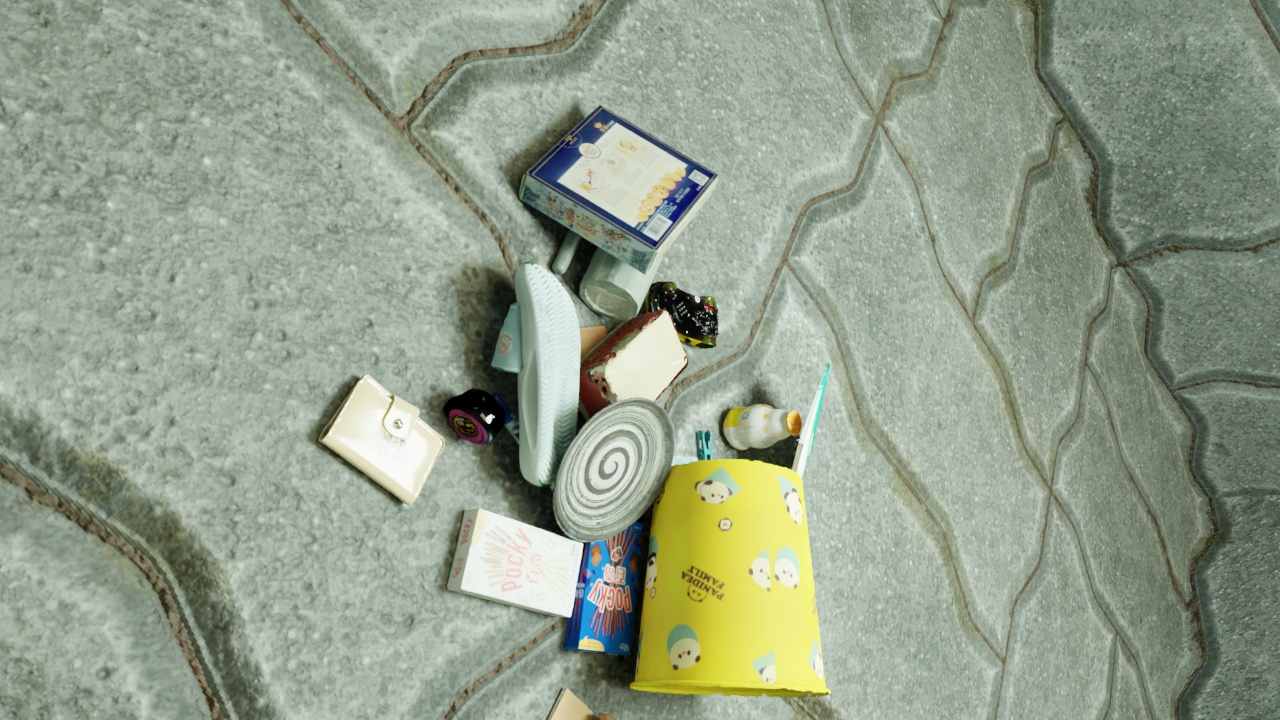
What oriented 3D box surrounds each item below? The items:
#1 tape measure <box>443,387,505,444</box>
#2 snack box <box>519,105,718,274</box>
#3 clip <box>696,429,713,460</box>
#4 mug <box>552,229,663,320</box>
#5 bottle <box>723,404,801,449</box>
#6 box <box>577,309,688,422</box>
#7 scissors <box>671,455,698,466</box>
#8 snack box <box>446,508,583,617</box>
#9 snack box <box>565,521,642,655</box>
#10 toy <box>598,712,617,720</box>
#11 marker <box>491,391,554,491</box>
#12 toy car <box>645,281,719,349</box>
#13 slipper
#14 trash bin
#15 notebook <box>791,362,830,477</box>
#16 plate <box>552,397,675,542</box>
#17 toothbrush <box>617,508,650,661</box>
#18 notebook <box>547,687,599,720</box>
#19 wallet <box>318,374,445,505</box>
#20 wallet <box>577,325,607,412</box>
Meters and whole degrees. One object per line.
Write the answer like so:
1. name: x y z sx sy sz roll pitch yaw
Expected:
1. tape measure: -0.170 0.057 0.962 0.058 0.057 0.039 52 47 -15
2. snack box: -0.022 -0.212 1.115 0.182 0.046 0.177 32 51 6
3. clip: 0.089 0.123 1.257 0.043 0.014 0.056 4 79 -46
4. mug: -0.040 -0.123 1.134 0.124 0.084 0.103 27 60 -10
5. bottle: 0.171 0.092 1.280 0.063 0.109 0.063 11 75 -46
6. box: -0.006 0.007 1.112 0.167 0.077 0.091 -45 116 -49
7. scissors: 0.036 0.133 1.199 0.133 0.017 0.057 7 71 -50
8. snack box: -0.131 0.221 0.992 0.156 0.027 0.084 29 62 -41
9. snack box: -0.041 0.262 1.078 0.084 0.026 0.157 22 66 -41
10. toy: -0.070 0.483 0.943 0.246 0.090 0.227 -20 90 -50
11. marker: -0.126 0.096 1.030 0.146 0.017 0.016 57 47 -22
12. toy car: 0.056 -0.062 1.239 0.155 0.041 0.071 19 68 -46
13. slipper: -0.117 0.016 1.011 0.104 0.074 0.245 10 78 -65
14. trash bin: 0.107 0.266 1.103 0.229 0.230 0.254 24 60 -42
15. notebook: 0.238 0.123 1.327 0.209 0.012 0.150 89 23 -50
16. plate: -0.033 0.122 1.039 0.179 0.024 0.180 -22 125 -36
17. toothbrush: -0.008 0.270 1.121 0.014 0.016 0.189 25 65 -36
18. notebook: -0.086 0.488 0.996 0.148 0.008 0.207 52 49 -26
19. wallet: -0.248 0.076 0.901 0.115 0.024 0.087 44 51 -30
20. wallet: -0.073 0.011 1.105 0.115 0.020 0.101 -8 87 -50
